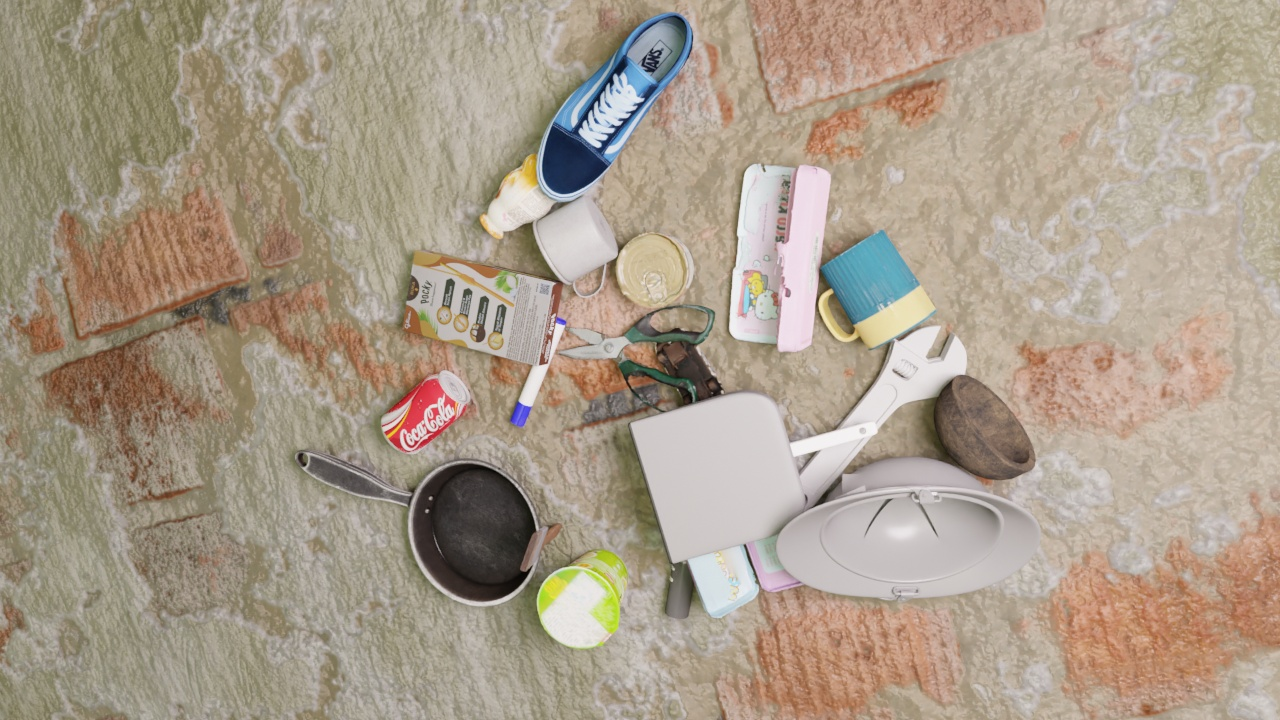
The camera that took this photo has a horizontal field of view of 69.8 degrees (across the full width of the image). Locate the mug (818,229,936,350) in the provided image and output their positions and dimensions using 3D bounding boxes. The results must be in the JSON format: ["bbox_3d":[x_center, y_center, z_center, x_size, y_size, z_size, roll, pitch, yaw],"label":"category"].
[{"bbox_3d":[0.244,-0.069,0.997,0.114,0.083,0.107,-34,89,43],"label":"mug"}]

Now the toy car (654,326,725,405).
[{"bbox_3d":[0.059,0.013,1.070,0.048,0.040,0.112,-35,71,16],"label":"toy car"}]

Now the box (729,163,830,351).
[{"bbox_3d":[0.145,-0.115,1.012,0.103,0.086,0.202,9,101,24],"label":"box"}]

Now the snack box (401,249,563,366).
[{"bbox_3d":[-0.192,-0.065,1.107,0.186,0.031,0.101,14,99,17],"label":"snack box"}]

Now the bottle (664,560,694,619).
[{"bbox_3d":[0.052,0.253,1.108,0.030,0.030,0.113,11,100,11],"label":"bottle"}]

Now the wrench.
[{"bbox_3d":[0.261,0.075,1.037,0.086,0.018,0.274,33,108,-6],"label":"wrench"}]

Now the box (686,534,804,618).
[{"bbox_3d":[0.106,0.170,1.040,0.150,0.049,0.214,-20,93,-5],"label":"box"}]

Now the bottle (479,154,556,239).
[{"bbox_3d":[-0.138,-0.189,1.071,0.109,0.063,0.063,-38,88,15],"label":"bottle"}]

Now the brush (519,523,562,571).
[{"bbox_3d":[-0.112,0.212,1.082,0.008,0.143,0.045,20,93,8],"label":"brush"}]

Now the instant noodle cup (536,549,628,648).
[{"bbox_3d":[-0.061,0.276,1.098,0.099,0.107,0.099,2,98,12],"label":"instant noodle cup"}]

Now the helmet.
[{"bbox_3d":[0.281,0.162,1.001,0.271,0.117,0.184,-1,130,4],"label":"helmet"}]

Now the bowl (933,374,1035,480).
[{"bbox_3d":[0.354,0.080,0.974,0.121,0.121,0.056,47,124,3],"label":"bowl"}]

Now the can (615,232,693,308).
[{"bbox_3d":[0.017,-0.104,1.058,0.086,0.043,0.086,2,98,13],"label":"can"}]

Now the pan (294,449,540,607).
[{"bbox_3d":[-0.282,0.184,1.165,0.357,0.055,0.187,22,103,16],"label":"pan"}]

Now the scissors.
[{"bbox_3d":[-0.010,0.010,1.072,0.210,0.015,0.146,-6,83,24],"label":"scissors"}]

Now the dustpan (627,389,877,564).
[{"bbox_3d":[0.133,0.109,1.005,0.258,0.033,0.163,-16,93,7],"label":"dustpan"}]

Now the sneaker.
[{"bbox_3d":[-0.032,-0.280,0.989,0.083,0.098,0.241,39,92,-4],"label":"sneaker"}]

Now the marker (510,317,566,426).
[{"bbox_3d":[-0.125,0.014,1.120,0.020,0.020,0.142,25,103,8],"label":"marker"}]

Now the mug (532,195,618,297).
[{"bbox_3d":[-0.067,-0.128,1.061,0.071,0.084,0.113,-27,120,13],"label":"mug"}]

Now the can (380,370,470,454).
[{"bbox_3d":[-0.266,0.064,1.137,0.105,0.064,0.064,-39,88,15],"label":"can"}]
